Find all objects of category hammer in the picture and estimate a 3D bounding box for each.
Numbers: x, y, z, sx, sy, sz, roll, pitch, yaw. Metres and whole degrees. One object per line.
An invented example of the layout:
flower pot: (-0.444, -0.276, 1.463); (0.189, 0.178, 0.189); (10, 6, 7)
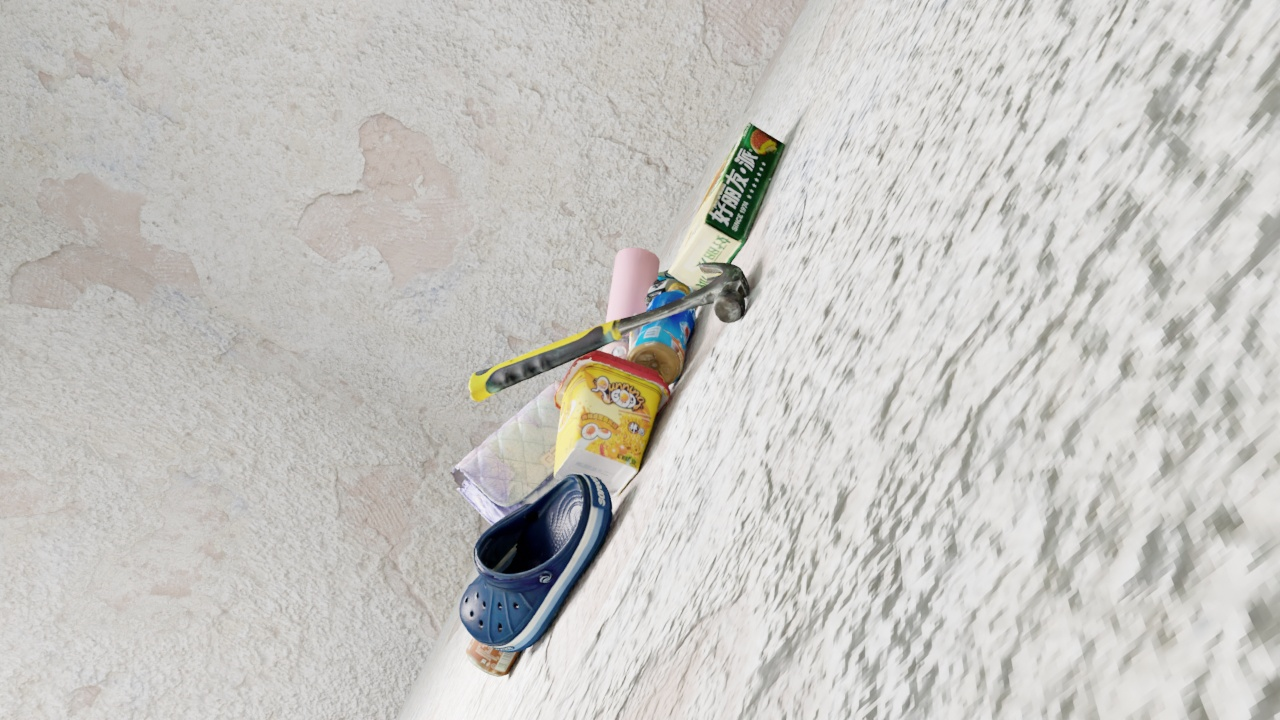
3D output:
hammer: (-0.038, -0.026, 0.964); (0.324, 0.032, 0.126); (-21, 21, 19)

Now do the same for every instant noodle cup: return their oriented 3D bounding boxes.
instant noodle cup: (-0.039, 0.073, 1.010); (0.116, 0.116, 0.123); (126, 161, -50)

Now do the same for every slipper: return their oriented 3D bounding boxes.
slipper: (-0.124, 0.214, 0.960); (0.253, 0.095, 0.105); (-50, 36, 26)

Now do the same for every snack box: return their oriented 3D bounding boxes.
snack box: (0.118, -0.208, 1.241); (0.115, 0.063, 0.239); (-54, 8, 48)

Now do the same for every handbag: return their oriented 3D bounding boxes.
handbag: (-0.120, 0.123, 1.133); (0.193, 0.134, 0.076); (-43, -8, -34)

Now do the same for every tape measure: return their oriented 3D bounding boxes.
tape measure: (0.039, -0.079, 1.259); (0.034, 0.066, 0.065); (-18, 32, 30)

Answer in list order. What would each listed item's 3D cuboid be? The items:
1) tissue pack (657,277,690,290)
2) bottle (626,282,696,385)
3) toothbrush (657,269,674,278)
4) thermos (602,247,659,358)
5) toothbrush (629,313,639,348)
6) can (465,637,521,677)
tissue pack: (0.020, -0.068, 1.394); (0.140, 0.063, 0.090); (-55, 3, -12)
bottle: (0.033, -0.041, 1.131); (0.065, 0.065, 0.218); (-58, 6, 28)
toothbrush: (0.044, -0.128, 1.326); (0.192, 0.018, 0.016); (3, 59, 53)
thermos: (-0.005, -0.059, 1.279); (0.067, 0.087, 0.198); (63, -151, -58)
toothbrush: (-0.007, 0.007, 1.185); (0.192, 0.018, 0.016); (94, -171, -49)
can: (-0.145, 0.290, 1.070); (0.147, 0.058, 0.058); (-61, 5, -3)
